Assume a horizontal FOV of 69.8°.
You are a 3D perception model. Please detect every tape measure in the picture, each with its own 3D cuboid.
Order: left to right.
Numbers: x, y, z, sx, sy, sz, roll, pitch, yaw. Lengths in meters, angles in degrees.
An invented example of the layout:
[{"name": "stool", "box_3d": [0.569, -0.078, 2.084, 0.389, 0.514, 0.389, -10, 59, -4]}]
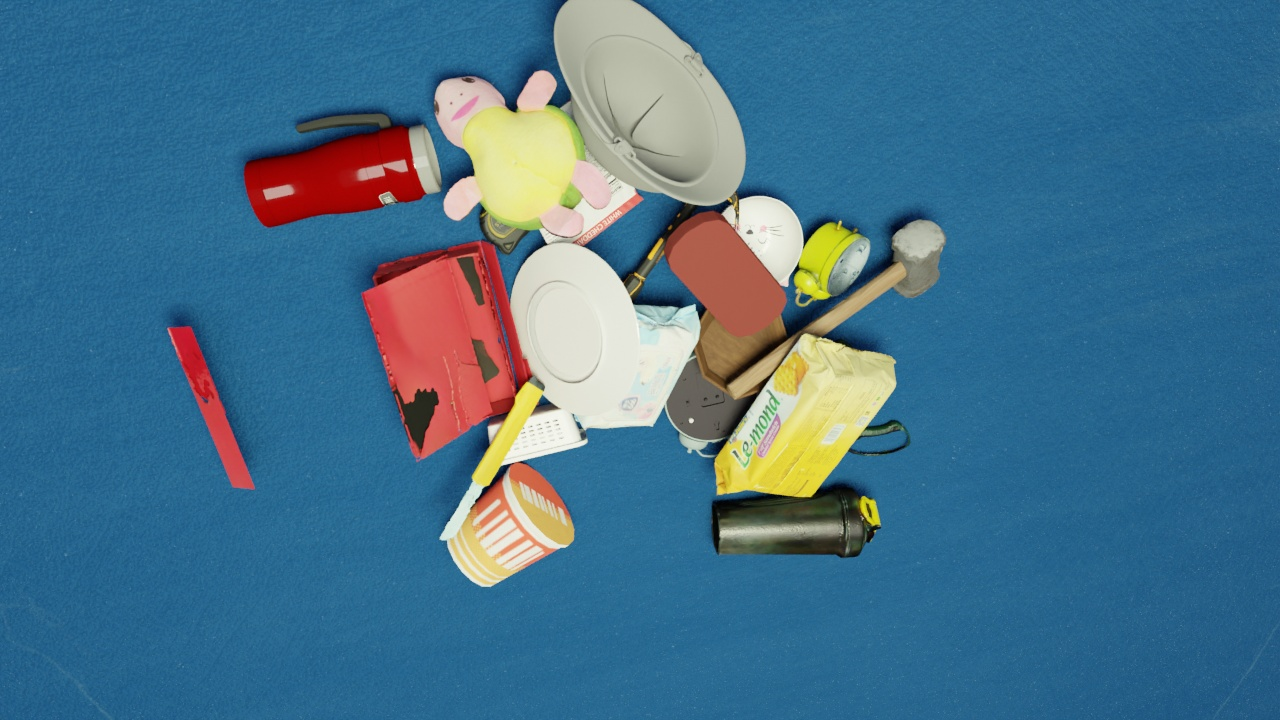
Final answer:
[{"name": "tape measure", "box_3d": [-0.161, -0.166, 1.094, 0.061, 0.034, 0.061, -47, 112, -5]}]

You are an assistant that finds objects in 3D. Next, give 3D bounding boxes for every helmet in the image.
[{"name": "helmet", "box_3d": [-0.011, -0.274, 1.042, 0.271, 0.118, 0.182, 44, 60, -16]}]

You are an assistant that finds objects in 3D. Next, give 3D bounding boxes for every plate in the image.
[{"name": "plate", "box_3d": [-0.085, -0.033, 1.080, 0.015, 0.209, 0.209, -20, 117, -48]}, {"name": "plate", "box_3d": [0.123, -0.019, 1.147, 0.131, 0.025, 0.131, 1, 85, -15]}]

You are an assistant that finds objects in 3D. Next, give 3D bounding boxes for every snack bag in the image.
[{"name": "snack bag", "box_3d": [-0.088, -0.210, 1.082, 0.130, 0.039, 0.144, -39, 104, -8]}, {"name": "snack bag", "box_3d": [0.209, 0.082, 1.150, 0.159, 0.068, 0.248, 8, 124, -38]}]

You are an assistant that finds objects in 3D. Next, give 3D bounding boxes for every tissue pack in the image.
[{"name": "tissue pack", "box_3d": [-0.007, 0.007, 1.116, 0.112, 0.070, 0.182, 3, 130, -30]}]

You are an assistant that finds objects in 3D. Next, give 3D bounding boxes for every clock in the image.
[{"name": "clock", "box_3d": [0.091, 0.053, 1.197, 0.122, 0.045, 0.159, -13, 110, -4]}, {"name": "clock", "box_3d": [0.233, -0.115, 1.139, 0.083, 0.057, 0.119, 10, 115, -58]}]

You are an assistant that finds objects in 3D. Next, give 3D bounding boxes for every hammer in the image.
[{"name": "hammer", "box_3d": [0.000, -0.100, 1.123, 0.123, 0.036, 0.321, 41, 105, 17]}, {"name": "hammer", "box_3d": [0.241, -0.055, 1.130, 0.328, 0.052, 0.098, -35, 151, -8]}]

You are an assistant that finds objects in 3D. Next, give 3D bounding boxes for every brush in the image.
[{"name": "brush", "box_3d": [0.098, -0.103, 1.075, 0.082, 0.041, 0.173, -37, 125, 13]}]

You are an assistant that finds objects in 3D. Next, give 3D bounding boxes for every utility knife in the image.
[{"name": "utility knife", "box_3d": [-0.179, 0.119, 1.107, 0.030, 0.019, 0.224, 33, 82, -33]}]

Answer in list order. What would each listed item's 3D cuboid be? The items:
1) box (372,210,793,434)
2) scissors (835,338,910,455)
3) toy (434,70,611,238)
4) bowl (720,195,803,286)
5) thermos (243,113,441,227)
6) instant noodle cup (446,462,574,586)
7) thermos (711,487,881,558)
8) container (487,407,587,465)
[{"name": "box", "box_3d": [-0.080, -0.035, 1.048, 0.479, 0.170, 0.214, 1, 113, 31]}, {"name": "scissors", "box_3d": [0.286, 0.082, 1.250, 0.204, 0.015, 0.202, 18, 106, -14]}, {"name": "toy", "box_3d": [-0.139, -0.226, 1.012, 0.238, 0.087, 0.190, 39, 105, 12]}, {"name": "bowl", "box_3d": [0.139, -0.148, 1.133, 0.114, 0.050, 0.115, -2, 107, -5]}, {"name": "thermos", "box_3d": [-0.333, -0.219, 1.030, 0.198, 0.084, 0.108, -12, 92, -2]}, {"name": "instant noodle cup", "box_3d": [-0.172, 0.217, 1.178, 0.121, 0.123, 0.123, -37, 109, 12]}, {"name": "thermos", "box_3d": [0.210, 0.223, 1.245, 0.221, 0.098, 0.098, -1, 108, -3]}, {"name": "container", "box_3d": [-0.136, 0.090, 1.160, 0.129, 0.080, 0.049, -13, 98, -4]}]
